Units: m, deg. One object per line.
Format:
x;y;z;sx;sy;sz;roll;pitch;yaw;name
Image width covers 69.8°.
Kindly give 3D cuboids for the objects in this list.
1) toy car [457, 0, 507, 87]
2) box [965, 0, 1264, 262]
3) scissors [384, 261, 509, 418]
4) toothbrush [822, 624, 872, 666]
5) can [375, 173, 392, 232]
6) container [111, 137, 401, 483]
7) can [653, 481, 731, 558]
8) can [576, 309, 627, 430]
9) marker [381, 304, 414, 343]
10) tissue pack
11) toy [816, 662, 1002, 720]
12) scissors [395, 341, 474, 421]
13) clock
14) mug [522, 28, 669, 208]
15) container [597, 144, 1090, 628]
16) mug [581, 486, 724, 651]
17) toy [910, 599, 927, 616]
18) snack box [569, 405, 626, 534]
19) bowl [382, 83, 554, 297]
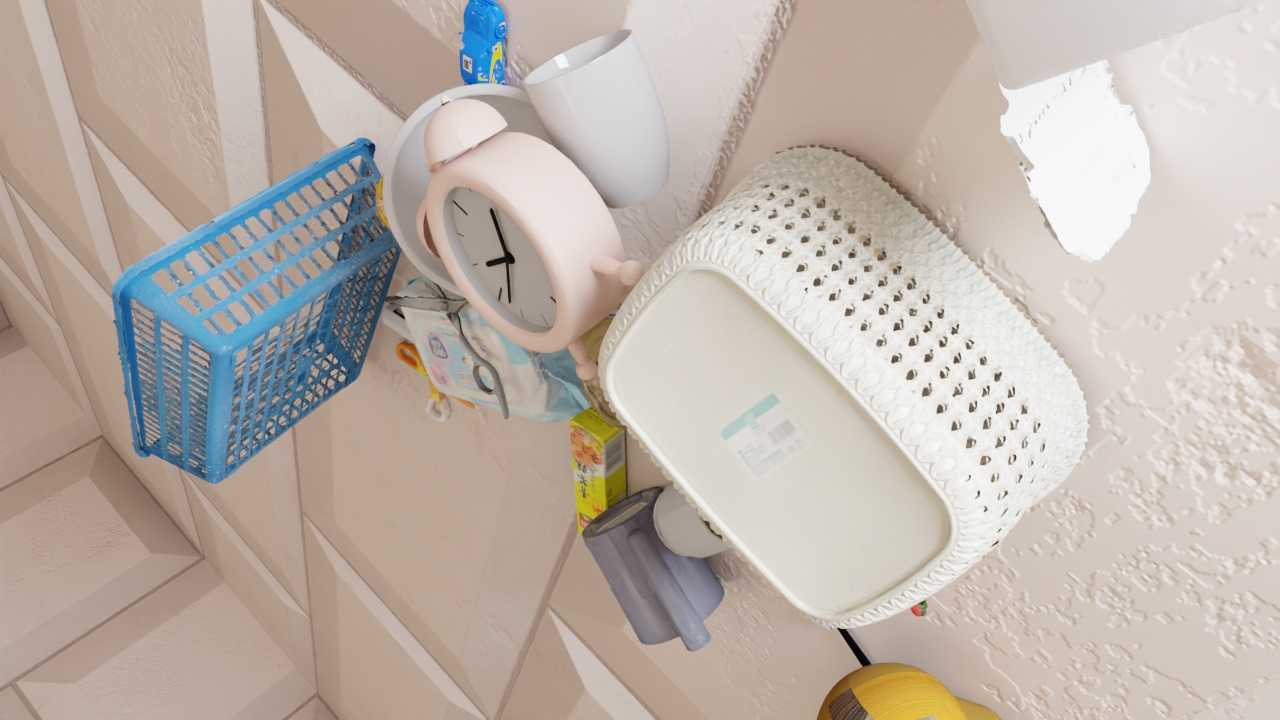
-0.125;-0.198;0.635;0.033;0.061;0.092;35;140;24;toy car
0.181;-0.107;0.327;0.126;0.108;0.137;-10;110;53;box
-0.146;-0.030;0.727;0.142;0.014;0.173;-18;97;41;scissors
0.182;0.249;0.699;0.014;0.014;0.167;-34;91;44;toothbrush
-0.158;-0.132;0.723;0.105;0.067;0.068;0;119;50;can
-0.349;-0.022;0.876;0.089;0.256;0.363;44;144;2;container
0.058;0.107;0.679;0.064;0.064;0.128;53;145;1;can
-0.004;0.004;0.669;0.086;0.043;0.086;21;122;38;can
-0.208;-0.021;0.908;0.126;0.025;0.025;30;138;29;marker
-0.125;-0.014;0.781;0.182;0.069;0.112;12;127;42;tissue pack
0.185;0.299;0.632;0.198;0.162;0.203;-134;32;-65;toy
-0.215;0.027;0.967;0.125;0.011;0.128;30;140;31;scissors
-0.067;-0.078;0.571;0.160;0.086;0.131;38;148;6;clock
-0.026;-0.148;0.572;0.089;0.071;0.107;63;172;-28;mug
0.098;0.017;0.492;0.246;0.142;0.185;47;131;9;container
0.012;0.172;0.751;0.104;0.084;0.124;60;175;-6;mug
0.150;0.129;0.611;0.103;0.046;0.084;15;136;46;toy
-0.036;0.107;0.815;0.040;0.028;0.148;28;137;31;snack box
-0.102;-0.119;0.648;0.149;0.043;0.150;0;110;1;bowl
